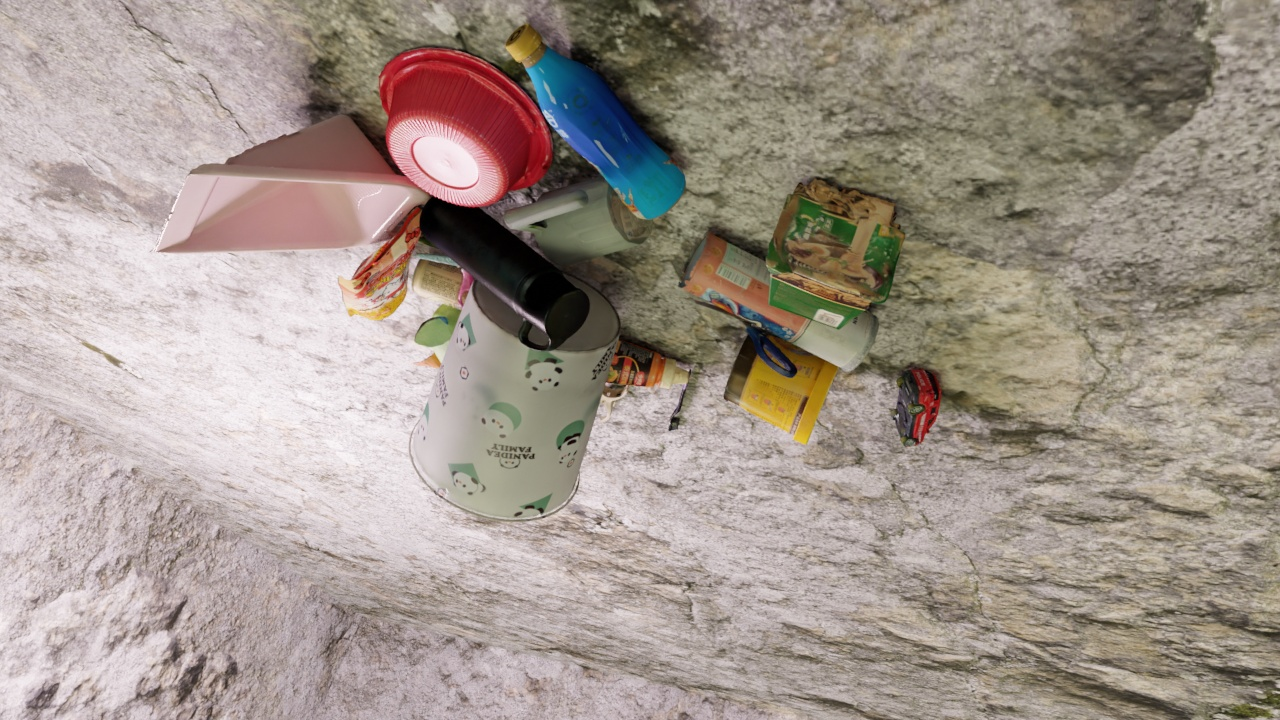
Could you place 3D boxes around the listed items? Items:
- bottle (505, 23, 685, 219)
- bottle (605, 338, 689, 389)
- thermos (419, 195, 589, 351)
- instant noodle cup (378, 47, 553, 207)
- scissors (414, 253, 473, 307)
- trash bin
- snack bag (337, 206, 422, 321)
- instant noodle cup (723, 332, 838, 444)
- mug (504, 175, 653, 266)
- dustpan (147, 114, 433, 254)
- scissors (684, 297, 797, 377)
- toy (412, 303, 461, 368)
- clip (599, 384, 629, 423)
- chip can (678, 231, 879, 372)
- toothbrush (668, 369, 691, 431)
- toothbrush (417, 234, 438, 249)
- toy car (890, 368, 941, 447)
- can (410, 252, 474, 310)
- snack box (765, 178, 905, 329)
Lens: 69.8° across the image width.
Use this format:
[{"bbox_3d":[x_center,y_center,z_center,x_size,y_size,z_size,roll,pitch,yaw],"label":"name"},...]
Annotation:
[{"bbox_3d":[-0.042,-0.225,0.866,0.065,0.065,0.218,-10,138,41],"label":"bottle"},{"bbox_3d":[-0.007,0.007,1.234,0.149,0.066,0.067,13,150,-1],"label":"bottle"},{"bbox_3d":[-0.158,-0.098,1.012,0.068,0.090,0.242,6,-153,-50],"label":"thermos"},{"bbox_3d":[-0.192,-0.227,0.954,0.194,0.065,0.194,16,150,9],"label":"instant noodle cup"},{"bbox_3d":[-0.213,-0.114,1.137,0.133,0.017,0.134,5,119,-17],"label":"scissors"},{"bbox_3d":[-0.150,0.032,1.138,0.229,0.229,0.253,21,123,-2],"label":"trash bin"},{"bbox_3d":[-0.322,-0.112,1.138,0.073,0.128,0.208,46,160,-6],"label":"snack bag"},{"bbox_3d":[0.170,0.026,1.106,0.114,0.118,0.119,22,151,12],"label":"instant noodle cup"},{"bbox_3d":[-0.062,-0.151,0.959,0.104,0.083,0.123,-9,174,37],"label":"mug"},{"bbox_3d":[-0.376,-0.162,1.036,0.139,0.272,0.223,55,145,-8],"label":"dustpan"},{"bbox_3d":[0.127,-0.040,1.034,0.175,0.162,0.012,10,128,-33],"label":"scissors"},{"bbox_3d":[-0.218,-0.004,1.303,0.227,0.089,0.247,-13,141,14],"label":"toy"},{"bbox_3d":[-0.050,0.055,1.366,0.070,0.034,0.100,22,142,-2],"label":"clip"},{"bbox_3d":[0.151,-0.064,1.007,0.214,0.071,0.071,26,150,-9],"label":"chip can"},{"bbox_3d":[0.059,0.060,1.324,0.017,0.014,0.189,12,150,-1],"label":"toothbrush"},{"bbox_3d":[-0.281,-0.155,1.178,0.186,0.012,0.017,19,156,1],"label":"toothbrush"},{"bbox_3d":[0.335,0.059,1.115,0.045,0.052,0.121,-8,143,-1],"label":"toy car"},{"bbox_3d":[-0.235,-0.096,1.198,0.116,0.058,0.059,20,150,0],"label":"can"},{"bbox_3d":[0.182,-0.093,0.900,0.118,0.117,0.106,20,155,6],"label":"snack box"}]
